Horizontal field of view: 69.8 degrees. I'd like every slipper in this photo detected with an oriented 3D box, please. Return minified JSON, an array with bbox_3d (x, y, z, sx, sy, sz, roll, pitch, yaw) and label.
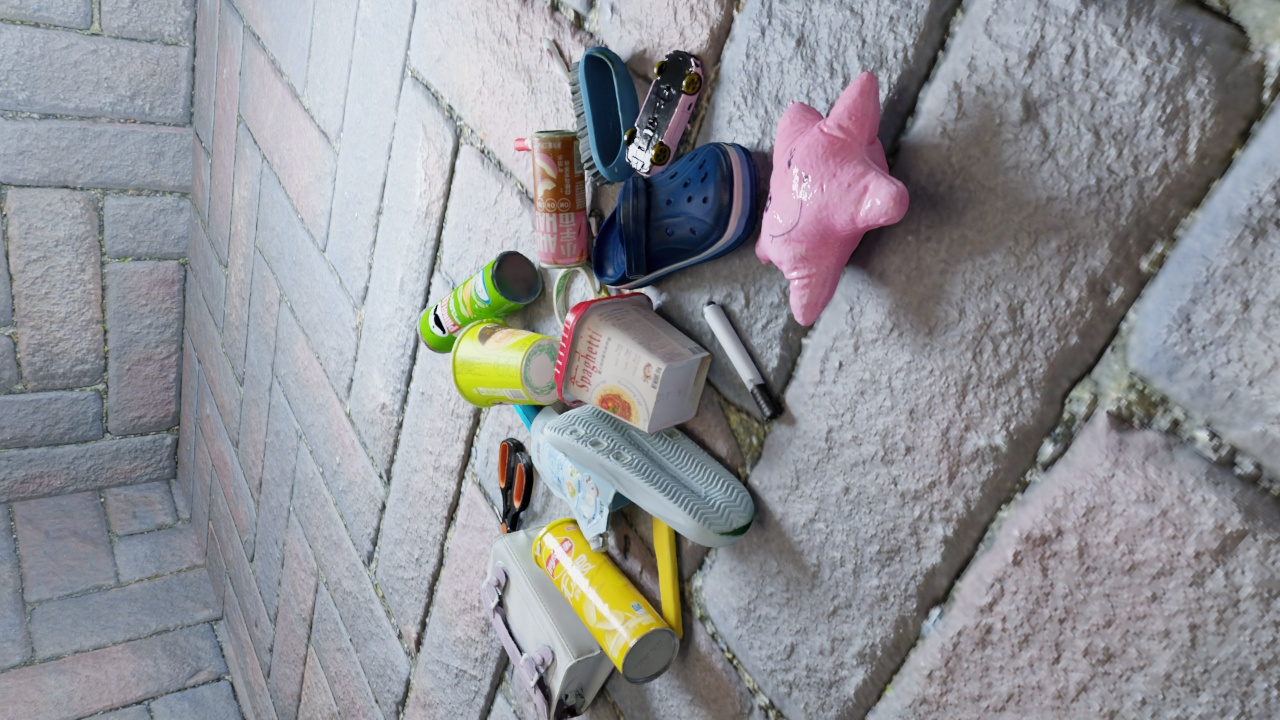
[{"bbox_3d":[0.008,0.114,0.909,0.245,0.103,0.074,31,132,35],"label":"slipper"},{"bbox_3d":[0.014,-0.136,0.860,0.253,0.095,0.105,-21,68,58],"label":"slipper"}]

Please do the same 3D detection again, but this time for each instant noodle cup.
[{"bbox_3d":[-0.148,0.008,1.106,0.124,0.111,0.112,5,99,44],"label":"instant noodle cup"},{"bbox_3d":[-0.005,0.005,0.909,0.124,0.116,0.116,31,119,34],"label":"instant noodle cup"}]

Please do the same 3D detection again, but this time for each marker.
[{"bbox_3d":[-0.107,-0.255,1.077,0.145,0.017,0.017,14,106,51],"label":"marker"},{"bbox_3d":[0.092,0.000,0.847,0.130,0.018,0.023,62,147,26],"label":"marker"}]

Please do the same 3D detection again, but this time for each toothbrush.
[{"bbox_3d":[-0.078,-0.297,1.030,0.016,0.017,0.187,-53,55,47],"label":"toothbrush"}]

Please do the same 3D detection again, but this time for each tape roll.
[{"bbox_3d":[-0.073,-0.068,1.060,0.086,0.013,0.086,11,103,52],"label":"tape roll"}]

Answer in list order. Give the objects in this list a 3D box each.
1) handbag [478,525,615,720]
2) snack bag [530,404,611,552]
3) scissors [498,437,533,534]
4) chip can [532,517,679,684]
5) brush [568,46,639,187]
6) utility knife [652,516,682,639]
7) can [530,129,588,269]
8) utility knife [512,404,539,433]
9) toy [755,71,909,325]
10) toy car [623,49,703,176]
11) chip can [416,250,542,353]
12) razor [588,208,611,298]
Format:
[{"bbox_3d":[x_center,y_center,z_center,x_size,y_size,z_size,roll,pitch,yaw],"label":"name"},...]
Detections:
[{"bbox_3d":[-0.120,0.322,1.119,0.197,0.098,0.145,50,138,37],"label":"handbag"},{"bbox_3d":[-0.077,0.134,1.052,0.191,0.038,0.110,40,125,54],"label":"snack bag"},{"bbox_3d":[-0.179,0.208,1.243,0.152,0.021,0.235,63,143,36],"label":"scissors"},{"bbox_3d":[-0.042,0.258,1.007,0.213,0.072,0.072,37,124,49],"label":"chip can"},{"bbox_3d":[-0.031,-0.254,0.942,0.074,0.055,0.144,-16,82,54],"label":"brush"},{"bbox_3d":[0.030,0.223,0.965,0.033,0.015,0.156,2,97,59],"label":"utility knife"},{"bbox_3d":[-0.089,-0.178,1.015,0.058,0.057,0.147,22,120,50],"label":"can"},{"bbox_3d":[-0.171,0.036,1.205,0.225,0.018,0.034,49,132,40],"label":"utility knife"},{"bbox_3d":[0.137,-0.130,0.722,0.195,0.074,0.178,121,146,-54],"label":"toy"},{"bbox_3d":[0.025,-0.237,0.888,0.056,0.037,0.122,40,113,40],"label":"toy car"},{"bbox_3d":[-0.214,-0.072,1.202,0.237,0.072,0.072,-23,76,52],"label":"chip can"},{"bbox_3d":[-0.042,-0.098,1.009,0.043,0.022,0.142,-15,83,51],"label":"razor"}]
